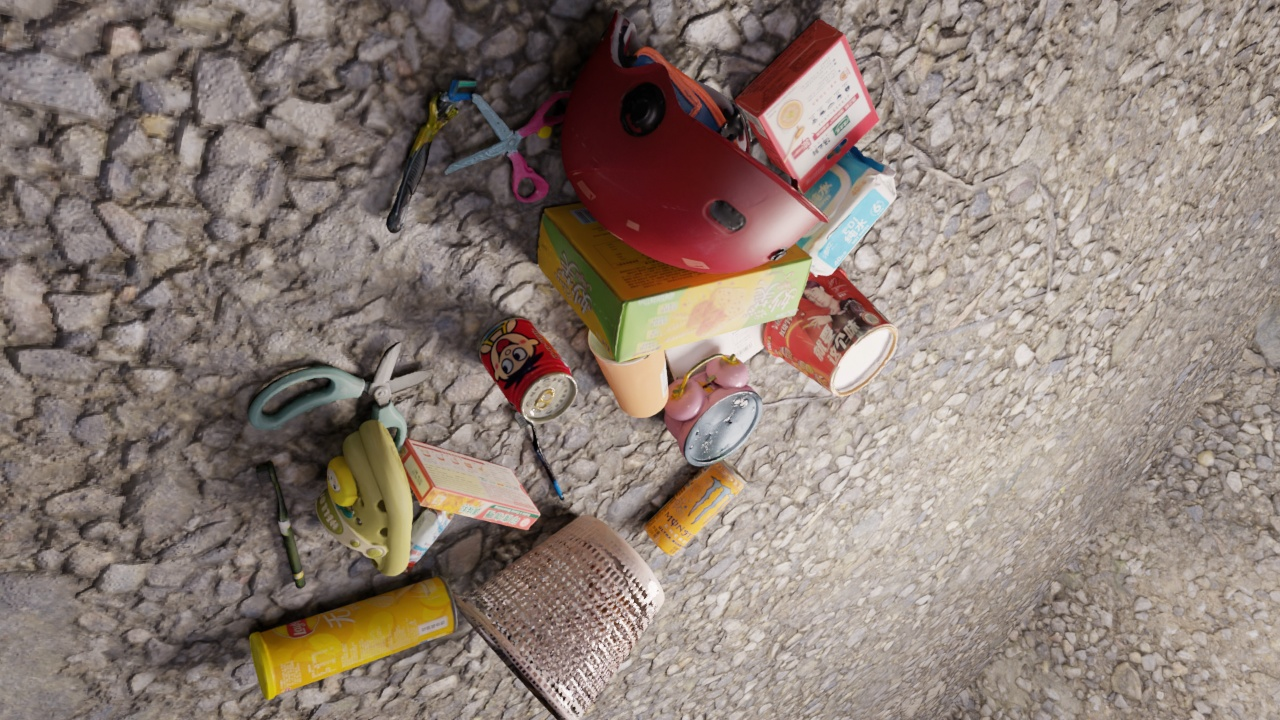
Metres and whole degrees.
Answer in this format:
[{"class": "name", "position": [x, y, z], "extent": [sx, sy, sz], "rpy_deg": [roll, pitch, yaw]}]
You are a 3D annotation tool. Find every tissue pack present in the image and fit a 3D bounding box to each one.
[{"class": "tissue pack", "position": [0.199, -0.166, 0.986], "extent": [0.140, 0.090, 0.063], "rpy_deg": [-51, 141, 13]}]

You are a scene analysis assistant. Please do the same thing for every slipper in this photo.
[{"class": "slipper", "position": [-0.263, 0.143, 0.872], "extent": [0.081, 0.091, 0.191], "rpy_deg": [-17, 139, -26]}]

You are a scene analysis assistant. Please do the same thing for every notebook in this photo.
[{"class": "notebook", "position": [0.088, -0.050, 1.063], "extent": [0.150, 0.012, 0.209], "rpy_deg": [-35, 142, -10]}]

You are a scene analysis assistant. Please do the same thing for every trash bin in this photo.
[{"class": "trash bin", "position": [-0.086, 0.304, 1.113], "extent": [0.191, 0.227, 0.228], "rpy_deg": [-42, 143, -20]}]

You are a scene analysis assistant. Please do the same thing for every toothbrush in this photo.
[{"class": "toothbrush", "position": [-0.114, 0.111, 1.048], "extent": [0.016, 0.014, 0.190], "rpy_deg": [-30, 141, -12]}, {"class": "toothbrush", "position": [-0.354, 0.167, 0.906], "extent": [0.017, 0.012, 0.186], "rpy_deg": [-14, 134, -22]}]

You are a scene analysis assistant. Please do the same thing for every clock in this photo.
[{"class": "clock", "position": [0.083, 0.054, 1.100], "extent": [0.117, 0.060, 0.159], "rpy_deg": [-30, 142, -15]}]

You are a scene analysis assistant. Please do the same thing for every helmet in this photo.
[{"class": "helmet", "position": [0.029, -0.149, 0.753], "extent": [0.144, 0.240, 0.206], "rpy_deg": [-47, 144, 18]}]

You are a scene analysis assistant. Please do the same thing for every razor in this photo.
[{"class": "razor", "position": [-0.175, -0.165, 0.737], "extent": [0.143, 0.022, 0.042], "rpy_deg": [-58, 176, 22]}]

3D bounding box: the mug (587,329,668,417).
[{"class": "mug", "position": [-0.006, 0.006, 0.995], "extent": [0.078, 0.078, 0.123], "rpy_deg": [-32, 145, -11]}]

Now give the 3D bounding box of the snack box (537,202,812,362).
[{"class": "snack box", "position": [0.030, -0.091, 0.863], "extent": [0.209, 0.157, 0.070], "rpy_deg": [-15, 136, -29]}]

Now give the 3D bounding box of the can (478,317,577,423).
[{"class": "can", "position": [-0.109, 0.010, 0.894], "extent": [0.066, 0.094, 0.067], "rpy_deg": [-22, 137, -22]}]

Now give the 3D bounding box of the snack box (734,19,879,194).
[{"class": "snack box", "position": [0.169, -0.251, 0.918], "extent": [0.113, 0.044, 0.127], "rpy_deg": [-44, 140, 2]}]

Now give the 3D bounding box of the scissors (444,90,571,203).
[{"class": "scissors", "position": [-0.106, -0.181, 0.779], "extent": [0.133, 0.017, 0.135], "rpy_deg": [-30, 145, -20]}]

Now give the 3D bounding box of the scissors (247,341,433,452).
[{"class": "scissors", "position": [-0.275, 0.060, 0.866], "extent": [0.170, 0.019, 0.179], "rpy_deg": [-18, 135, -28]}]

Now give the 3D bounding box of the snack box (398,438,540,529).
[{"class": "snack box", "position": [-0.179, 0.131, 0.962], "extent": [0.027, 0.077, 0.155], "rpy_deg": [-51, 140, 11]}]

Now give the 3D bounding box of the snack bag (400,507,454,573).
[{"class": "snack bag", "position": [-0.240, 0.193, 1.012], "extent": [0.104, 0.026, 0.048], "rpy_deg": [-49, 152, 10]}]

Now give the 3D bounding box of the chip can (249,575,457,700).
[{"class": "chip can", "position": [-0.314, 0.303, 1.017], "extent": [0.213, 0.072, 0.072], "rpy_deg": [-12, 133, -31]}]

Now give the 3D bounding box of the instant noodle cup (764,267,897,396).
[{"class": "instant noodle cup", "position": [0.236, -0.031, 1.117], "extent": [0.137, 0.108, 0.138], "rpy_deg": [-26, 142, -23]}]

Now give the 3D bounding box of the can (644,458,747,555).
[{"class": "can", "position": [0.074, 0.196, 1.244], "extent": [0.146, 0.058, 0.058], "rpy_deg": [-45, 141, 5]}]
